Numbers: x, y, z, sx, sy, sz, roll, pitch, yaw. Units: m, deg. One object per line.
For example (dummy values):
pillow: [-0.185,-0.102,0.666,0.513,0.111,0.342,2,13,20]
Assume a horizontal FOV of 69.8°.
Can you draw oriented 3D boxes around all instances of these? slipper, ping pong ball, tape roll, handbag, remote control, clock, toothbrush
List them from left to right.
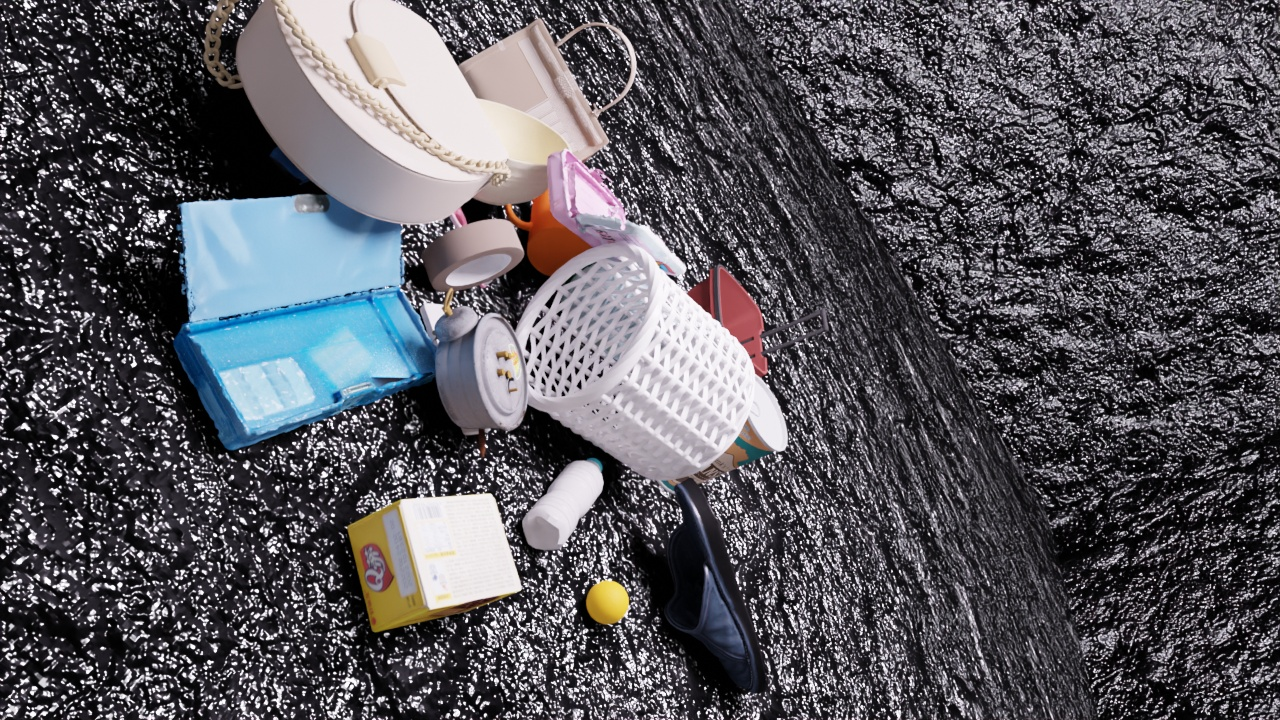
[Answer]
handbag: [-0.224,-0.212,0.764,0.208,0.104,0.210,-10,67,-59]
remote control: [-0.174,0.008,0.853,0.033,0.012,0.131,2,64,-63]
toothbrush: [-0.188,-0.139,0.960,0.135,0.016,0.021,65,26,3]
tape roll: [-0.161,-0.100,0.885,0.093,0.094,0.030,-6,70,-62]
clock: [-0.141,0.001,0.803,0.103,0.056,0.148,-77,152,-54]
handbag: [-0.093,-0.325,1.097,0.175,0.198,0.062,61,27,-3]
ping pong ball: [-0.031,0.229,0.870,0.040,0.040,0.040,41,33,-36]
slipper: [-0.010,-0.053,1.110,0.245,0.104,0.074,41,31,-48]
slipper: [0.062,0.254,0.987,0.109,0.083,0.266,-129,-162,-65]

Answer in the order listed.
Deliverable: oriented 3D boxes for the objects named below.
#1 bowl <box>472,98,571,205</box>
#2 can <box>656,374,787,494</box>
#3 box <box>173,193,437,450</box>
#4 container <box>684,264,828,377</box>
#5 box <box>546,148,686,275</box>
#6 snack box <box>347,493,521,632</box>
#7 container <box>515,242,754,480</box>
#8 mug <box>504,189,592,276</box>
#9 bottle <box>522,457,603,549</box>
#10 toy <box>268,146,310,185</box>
bowl: [-0.157,-0.217,0.996,0.150,0.075,0.150,17,31,-11]
can: [0.087,0.088,1.096,0.099,0.144,0.099,41,33,-36]
box: [-0.252,-0.040,0.711,0.231,0.060,0.175,-24,103,-64]
container: [0.133,-0.050,1.242,0.127,0.201,0.147,44,32,-33]
box: [-0.018,-0.153,0.989,0.201,0.101,0.111,26,58,-72]
snack box: [-0.155,0.151,0.699,0.105,0.061,0.083,8,58,-58]
container: [-0.006,0.006,0.959,0.186,0.190,0.189,39,35,-41]
mug: [-0.106,-0.163,1.074,0.112,0.078,0.095,21,43,-21]
bottle: [-0.069,0.133,0.888,0.044,0.044,0.136,58,27,-9]
toy: [-0.250,-0.196,0.851,0.113,0.071,0.175,41,32,-16]
